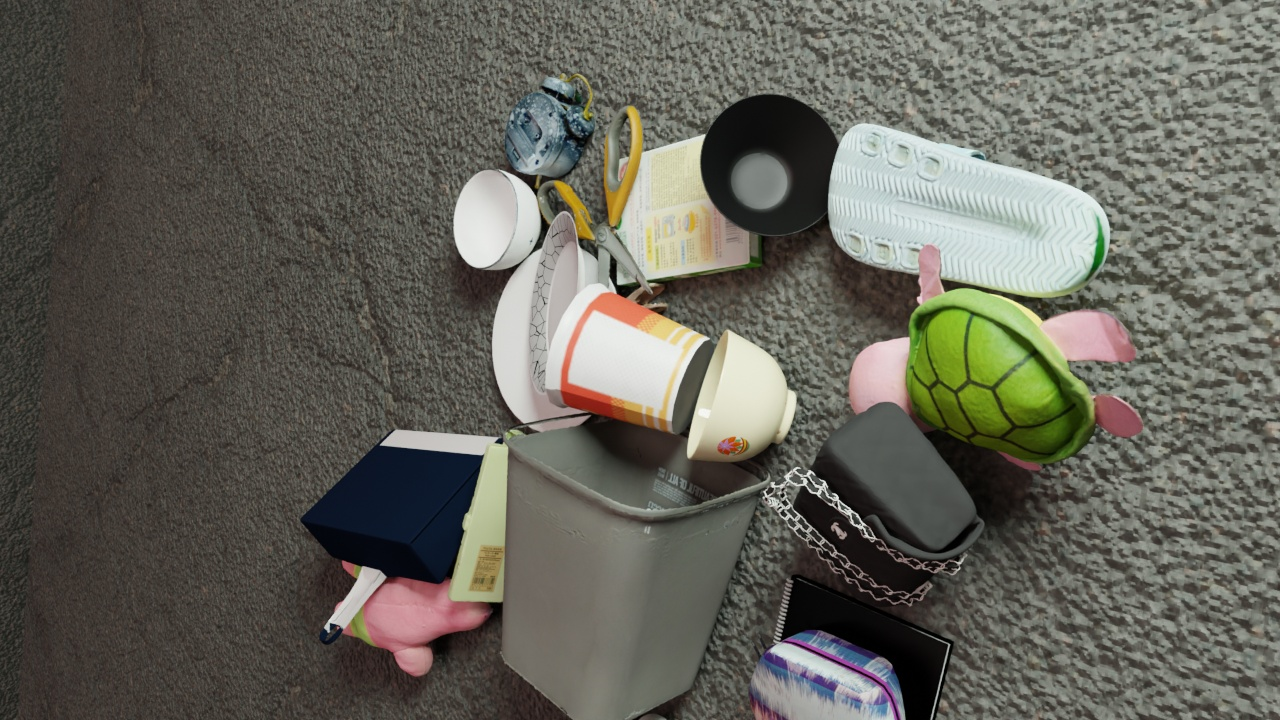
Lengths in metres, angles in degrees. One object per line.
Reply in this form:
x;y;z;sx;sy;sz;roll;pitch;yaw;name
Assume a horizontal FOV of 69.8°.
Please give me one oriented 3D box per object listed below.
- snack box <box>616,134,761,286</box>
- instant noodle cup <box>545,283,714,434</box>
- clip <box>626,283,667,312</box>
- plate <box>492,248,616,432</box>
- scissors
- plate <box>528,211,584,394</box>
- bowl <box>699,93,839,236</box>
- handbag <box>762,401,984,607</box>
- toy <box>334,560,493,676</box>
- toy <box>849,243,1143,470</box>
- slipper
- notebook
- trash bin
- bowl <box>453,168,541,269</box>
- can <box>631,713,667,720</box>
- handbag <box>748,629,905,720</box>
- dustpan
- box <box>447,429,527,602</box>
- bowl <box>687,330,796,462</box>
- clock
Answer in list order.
0.044;-0.147;0.894;0.168;0.027;0.132;-4;85;42;snack box
-0.005;0.005;0.862;0.121;0.123;0.123;20;102;19;instant noodle cup
0.003;-0.063;0.929;0.062;0.024;0.045;3;90;47;clip
-0.093;-0.024;1.016;0.209;0.015;0.208;-4;85;42;plate
-0.037;-0.154;0.940;0.225;0.016;0.225;49;125;36;scissors
-0.084;-0.058;0.947;0.189;0.016;0.188;-174;90;-70;plate
0.109;-0.164;0.804;0.052;0.124;0.124;137;131;-83;bowl
0.168;0.125;0.681;0.125;0.114;0.154;49;157;22;handbag
-0.274;0.291;1.121;0.237;0.096;0.192;0;84;31;toy
0.236;0.012;0.642;0.190;0.087;0.239;58;157;-15;toy
0.236;-0.109;0.688;0.245;0.074;0.104;32;117;48;slipper
0.168;0.304;0.774;0.149;0.016;0.207;16;99;40;notebook
-0.020;0.185;0.840;0.197;0.197;0.220;23;110;40;trash bin
-0.156;-0.158;1.048;0.114;0.063;0.113;-3;86;42;bowl
-0.024;0.392;0.902;0.129;0.071;0.072;-28;70;38;can
0.144;0.318;0.749;0.145;0.067;0.170;15;105;38;handbag
-0.302;0.207;1.099;0.237;0.272;0.080;0;128;42;dustpan
-0.164;0.174;1.047;0.083;0.091;0.188;34;109;62;box
0.094;0.040;0.804;0.074;0.118;0.118;17;102;-2;bowl
-0.097;-0.257;1.008;0.130;0.052;0.090;-49;59;30;clock
